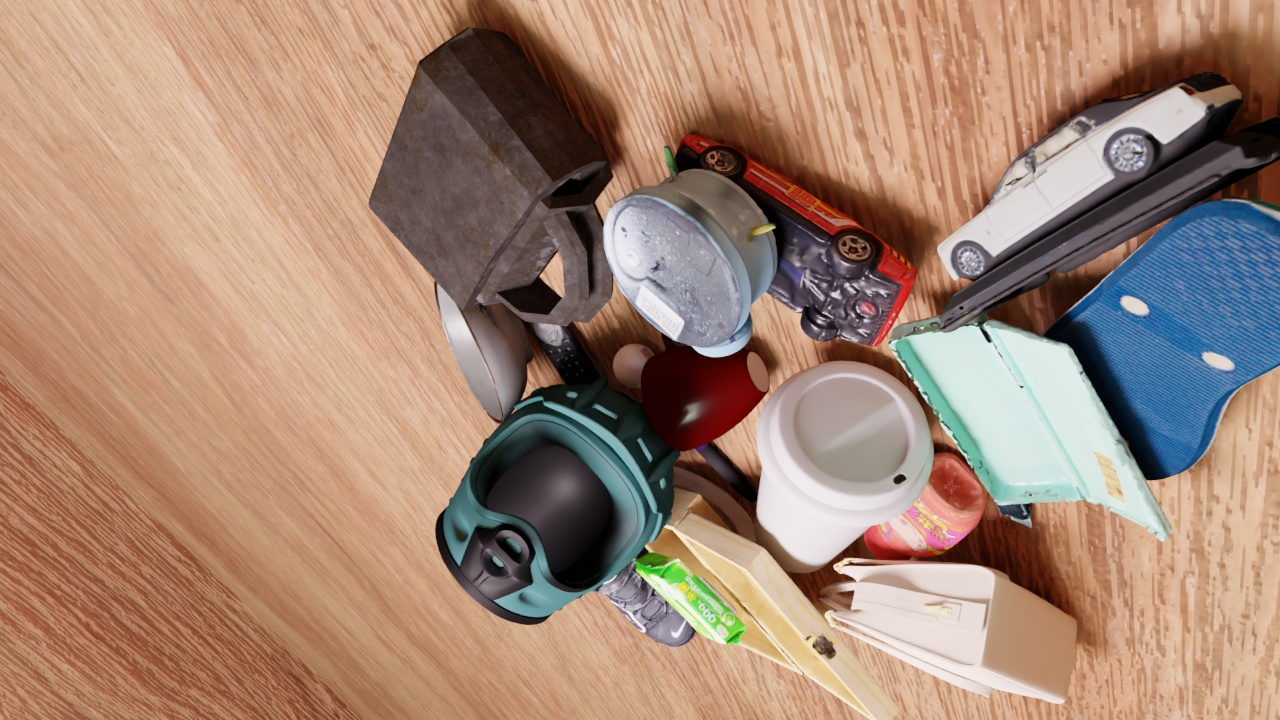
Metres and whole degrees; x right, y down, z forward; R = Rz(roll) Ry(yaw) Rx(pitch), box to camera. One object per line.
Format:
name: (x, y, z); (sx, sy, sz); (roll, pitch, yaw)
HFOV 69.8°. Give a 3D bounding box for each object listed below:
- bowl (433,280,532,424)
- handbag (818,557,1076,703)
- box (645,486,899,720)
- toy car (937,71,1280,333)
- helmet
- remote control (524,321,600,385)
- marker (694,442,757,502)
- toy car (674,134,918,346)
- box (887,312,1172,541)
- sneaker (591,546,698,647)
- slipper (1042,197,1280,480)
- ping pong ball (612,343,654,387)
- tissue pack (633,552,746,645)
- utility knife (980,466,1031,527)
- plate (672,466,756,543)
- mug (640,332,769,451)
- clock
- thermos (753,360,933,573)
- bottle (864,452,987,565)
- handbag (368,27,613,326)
bowl: (-0.144, -0.018, 0.884); (0.150, 0.056, 0.151); (52, 157, 32)
handbag: (0.251, 0.230, 0.814); (0.198, 0.101, 0.194); (-1, 156, 46)
box: (0.109, 0.237, 0.920); (0.247, 0.068, 0.254); (50, 167, -24)
toy car: (0.240, -0.091, 0.495); (0.071, 0.094, 0.192); (64, 148, 10)
helmet: (-0.060, 0.110, 0.808); (0.176, 0.200, 0.274); (44, -178, 2)
remote control: (-0.081, -0.025, 0.879); (0.046, 0.021, 0.140); (-9, 122, 44)
marker: (0.071, 0.094, 0.897); (0.134, 0.015, 0.018); (46, 164, -16)
toy car: (0.097, -0.083, 0.631); (0.189, 0.056, 0.082); (35, 146, 17)
box: (0.263, 0.041, 0.613); (0.139, 0.052, 0.187); (2, 140, 51)
sneaker: (-0.021, 0.233, 1.015); (0.252, 0.097, 0.150); (45, -176, -5)
slipper: (0.305, -0.013, 0.528); (0.118, 0.060, 0.295); (34, 165, 19)
ping pong ball: (-0.005, 0.005, 0.833); (0.040, 0.040, 0.040); (22, 144, 17)
tissue pack: (0.050, 0.240, 0.932); (0.114, 0.034, 0.100); (46, 163, -5)
utility knife: (0.273, 0.074, 0.707); (0.029, 0.020, 0.172); (1, 135, 44)
plate: (0.052, 0.170, 1.006); (0.157, 0.014, 0.157); (23, 144, 17)
mug: (0.056, 0.011, 0.771); (0.089, 0.086, 0.114); (-22, 91, 31)
clock: (0.032, -0.061, 0.630); (0.118, 0.059, 0.162); (41, 150, 14)
thermos: (0.150, 0.103, 0.761); (0.131, 0.131, 0.222); (26, 152, 12)
bottle: (0.235, 0.130, 0.774); (0.071, 0.048, 0.134); (46, 152, 17)
handbag: (-0.093, -0.116, 0.704); (0.199, 0.102, 0.198); (53, 145, 2)
